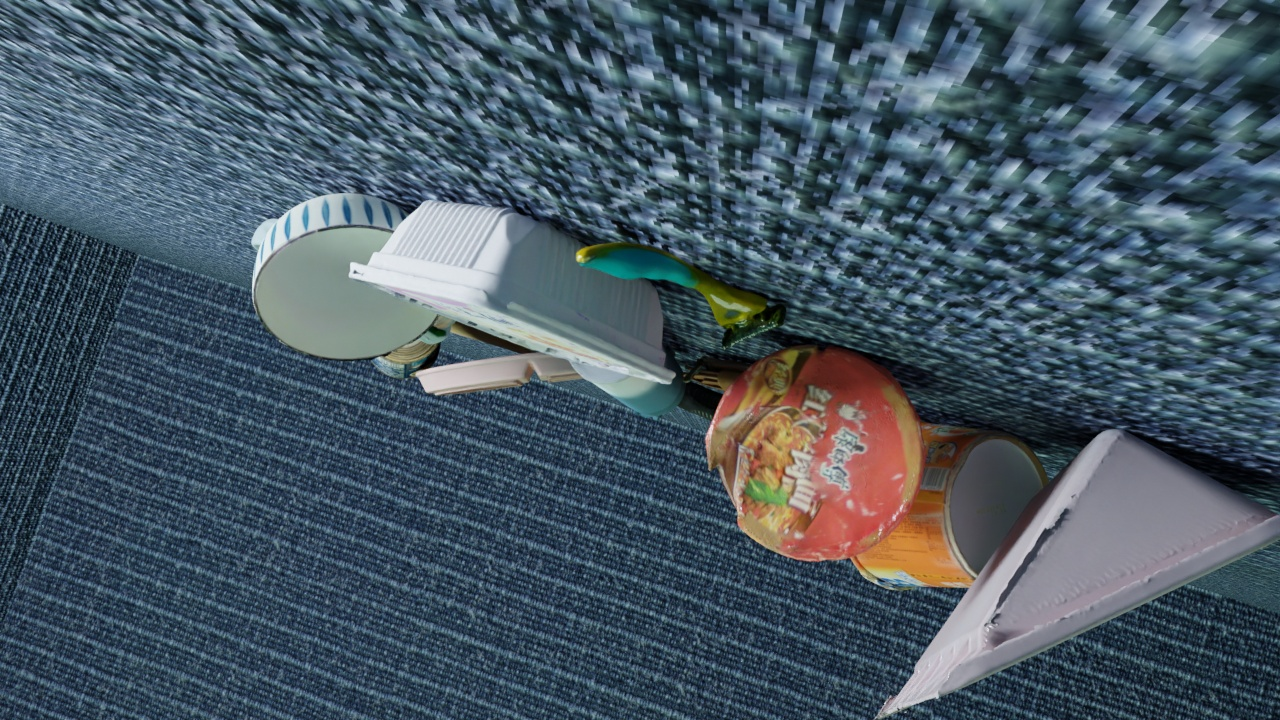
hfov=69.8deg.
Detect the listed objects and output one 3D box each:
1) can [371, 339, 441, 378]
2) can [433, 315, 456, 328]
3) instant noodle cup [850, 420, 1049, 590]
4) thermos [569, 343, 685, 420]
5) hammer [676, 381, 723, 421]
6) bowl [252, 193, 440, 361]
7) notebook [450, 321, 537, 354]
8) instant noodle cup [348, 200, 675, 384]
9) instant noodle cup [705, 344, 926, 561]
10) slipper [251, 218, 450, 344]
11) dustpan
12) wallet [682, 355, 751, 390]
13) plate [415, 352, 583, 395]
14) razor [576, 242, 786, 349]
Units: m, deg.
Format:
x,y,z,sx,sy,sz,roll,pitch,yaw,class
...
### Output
x,y,z,sx,sy,sz,roll,pitch,yaw,class
-0.233,-0.026,0.904,0.075,0.075,0.111,19,168,-11,can
-0.188,-0.068,0.685,0.116,0.058,0.059,21,174,-29,can
0.253,0.119,0.752,0.151,0.151,0.112,20,166,-25,instant noodle cup
-0.005,0.005,0.785,0.070,0.070,0.220,17,174,14,thermos
0.037,0.031,0.980,0.128,0.033,0.301,17,-178,-28,hammer
-0.187,-0.062,0.590,0.116,0.117,0.066,22,-144,-40,bowl
-0.206,-0.061,0.910,0.150,0.012,0.211,17,165,22,notebook
-0.066,-0.042,0.546,0.138,0.060,0.173,14,172,40,instant noodle cup
0.129,0.060,0.628,0.138,0.138,0.108,16,-177,22,instant noodle cup
-0.268,-0.063,0.801,0.246,0.074,0.104,22,167,37,slipper
0.291,0.160,0.575,0.139,0.273,0.223,36,167,19,dustpan
0.111,0.022,0.807,0.119,0.035,0.131,13,179,-37,wallet
-0.109,0.011,0.926,0.229,0.028,0.229,-7,179,0,plate
0.018,-0.038,0.470,0.132,0.028,0.043,18,153,-41,razor
